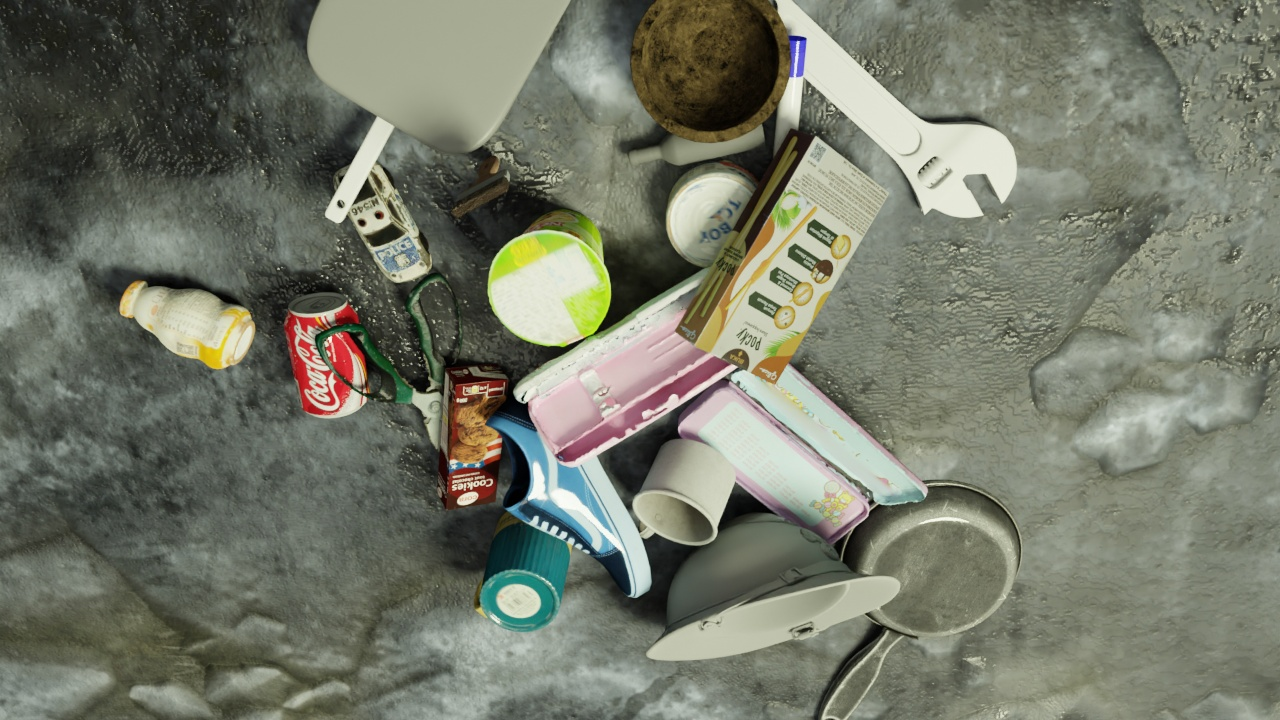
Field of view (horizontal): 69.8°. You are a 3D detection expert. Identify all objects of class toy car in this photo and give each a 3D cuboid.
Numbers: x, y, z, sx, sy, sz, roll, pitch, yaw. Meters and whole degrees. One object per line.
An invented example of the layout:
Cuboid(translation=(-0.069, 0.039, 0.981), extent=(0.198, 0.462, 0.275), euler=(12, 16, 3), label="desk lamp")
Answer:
Cuboid(translation=(-0.224, -0.119, 0.798), extent=(0.048, 0.040, 0.113), euler=(-20, 115, 13), label="toy car")

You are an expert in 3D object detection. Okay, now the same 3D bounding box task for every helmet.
Cuboid(translation=(0.113, 0.209, 0.906), extent=(0.272, 0.117, 0.183), euler=(-32, 145, 32), label="helmet")

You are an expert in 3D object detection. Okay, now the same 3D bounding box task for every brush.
Cuboid(translation=(-0.123, -0.143, 0.723), extent=(0.045, 0.143, 0.008), euler=(-27, 114, 6), label="brush")

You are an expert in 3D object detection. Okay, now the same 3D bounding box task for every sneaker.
Cuboid(translation=(-0.077, 0.141, 0.881), extent=(0.098, 0.083, 0.241), euler=(-33, 108, -21), label="sneaker")

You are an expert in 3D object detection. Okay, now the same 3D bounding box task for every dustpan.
Cuboid(translation=(-0.189, -0.223, 0.736), extent=(0.163, 0.033, 0.258), euler=(30, 99, -12), label="dustpan")

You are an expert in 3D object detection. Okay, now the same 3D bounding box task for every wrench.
Cuboid(translation=(0.196, -0.214, 0.745), extent=(0.273, 0.018, 0.087), euler=(38, 112, -14), label="wrench")

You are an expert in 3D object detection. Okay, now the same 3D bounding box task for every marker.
Cuboid(translation=(0.119, -0.191, 0.750), extent=(0.020, 0.020, 0.142), euler=(1, 123, 2), label="marker")

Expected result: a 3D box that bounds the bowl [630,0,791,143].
Cuboid(translation=(0.056, -0.237, 0.715), extent=(0.121, 0.056, 0.121), euler=(4, 119, 7), label="bowl")

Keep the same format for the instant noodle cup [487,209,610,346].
Cuboid(translation=(-0.071, -0.079, 0.773), extent=(0.099, 0.107, 0.099), euler=(1, 117, 2), label="instant noodle cup")

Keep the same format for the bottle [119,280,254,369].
Cuboid(translation=(-0.413, -0.036, 0.837), extent=(0.109, 0.063, 0.063), euler=(23, 115, -6), label="bottle")

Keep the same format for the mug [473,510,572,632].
Cuboid(translation=(-0.124, 0.217, 0.926), extent=(0.114, 0.107, 0.083), euler=(-39, 111, 20), label="mug")

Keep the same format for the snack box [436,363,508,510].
Cuboid(translation=(-0.163, 0.074, 0.885), extent=(0.051, 0.032, 0.141), euler=(-6, 121, -29), label="snack box")

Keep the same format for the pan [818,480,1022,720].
Cuboid(translation=(0.272, 0.282, 0.979), extent=(0.187, 0.055, 0.357), euler=(18, 112, -6), label="pan")

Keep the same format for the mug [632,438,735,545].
Cuboid(translation=(0.036, 0.131, 0.887), extent=(0.084, 0.070, 0.113), euler=(37, 143, -12), label="mug")

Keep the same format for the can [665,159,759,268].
Cuboid(translation=(0.065, -0.124, 0.781), extent=(0.086, 0.043, 0.086), euler=(2, 117, 4), label="can")

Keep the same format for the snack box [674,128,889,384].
Cuboid(translation=(0.117, -0.081, 0.755), extent=(0.101, 0.031, 0.186), euler=(24, 100, -37), label="snack box")

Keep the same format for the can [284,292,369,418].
Cuboid(translation=(-0.288, -0.005, 0.844), extent=(0.064, 0.064, 0.105), euler=(1, 117, 2), label="can")

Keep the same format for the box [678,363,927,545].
Cuboid(translation=(0.155, 0.088, 0.879), extent=(0.214, 0.048, 0.150), euler=(40, 132, -16), label="box")

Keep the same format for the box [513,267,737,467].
Cuboid(translation=(-0.006, 0.003, 0.780), extent=(0.201, 0.103, 0.087), euler=(-31, 71, -4), label="box")

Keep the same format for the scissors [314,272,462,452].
Cuboid(translation=(-0.191, 0.008, 0.863), extent=(0.146, 0.015, 0.210), euler=(-44, 130, -8), label="scissors")

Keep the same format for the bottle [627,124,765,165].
Cuboid(translation=(0.045, -0.180, 0.760), extent=(0.113, 0.030, 0.030), euler=(-11, 116, 8), label="bottle")
